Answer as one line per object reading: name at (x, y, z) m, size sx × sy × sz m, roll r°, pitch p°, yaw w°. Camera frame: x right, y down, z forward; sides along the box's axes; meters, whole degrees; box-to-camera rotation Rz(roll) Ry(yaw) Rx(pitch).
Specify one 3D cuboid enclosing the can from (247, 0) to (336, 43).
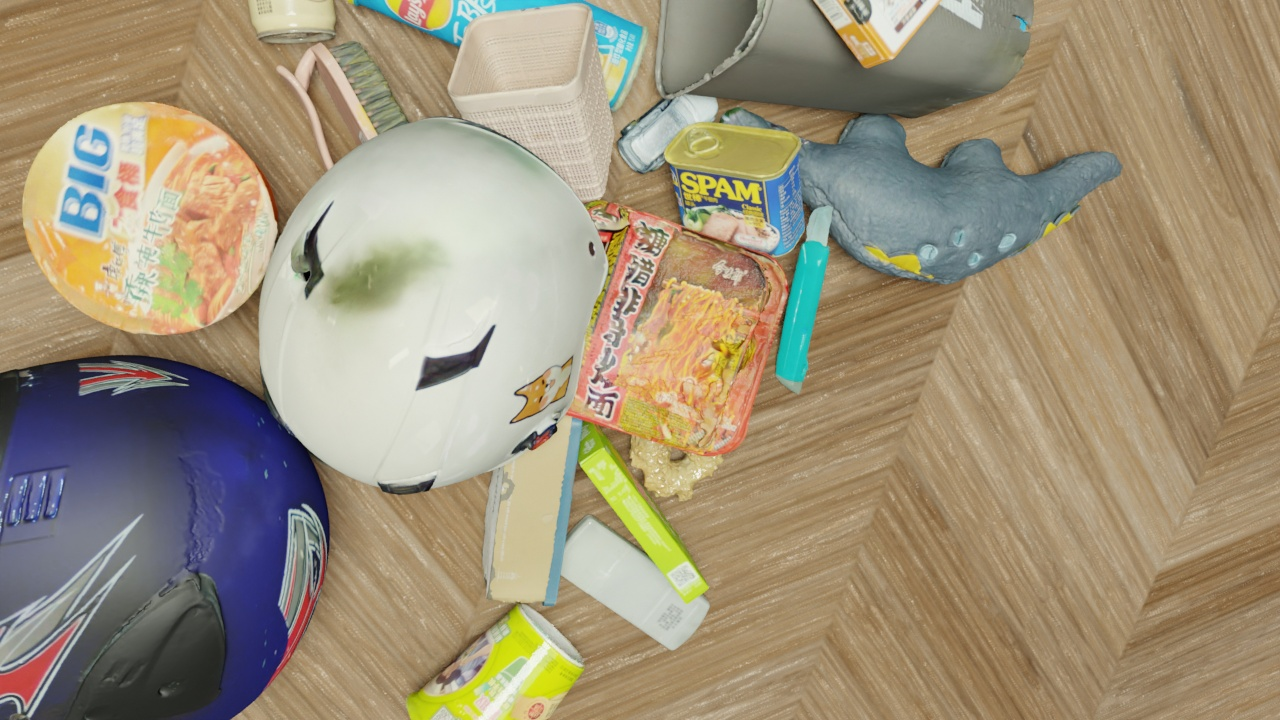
can at (-0.252, -0.288, 0.648) m, size 0.058 × 0.058 × 0.116 m, roll -8°, pitch 103°, yaw -10°

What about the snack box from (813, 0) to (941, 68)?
snack box at (0.167, -0.259, 0.563) m, size 0.075 × 0.026 × 0.153 m, roll 45°, pitch 74°, yaw -20°

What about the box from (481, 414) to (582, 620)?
box at (-0.092, 0.115, 0.753) m, size 0.061 × 0.090 × 0.184 m, roll 4°, pitch 103°, yaw -14°

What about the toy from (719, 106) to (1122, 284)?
toy at (0.232, -0.135, 0.762) m, size 0.356 × 0.091 × 0.138 m, roll 7°, pitch 90°, yaw -10°

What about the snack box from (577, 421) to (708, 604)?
snack box at (-0.003, 0.125, 0.774) m, size 0.026 × 0.086 × 0.156 m, roll -36°, pitch 106°, yaw -1°

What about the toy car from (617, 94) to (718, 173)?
toy car at (0.023, -0.190, 0.740) m, size 0.090 × 0.034 × 0.043 m, roll -40°, pitch 104°, yaw -3°

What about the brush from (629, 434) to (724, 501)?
brush at (-0.005, 0.005, 0.777) m, size 0.083 × 0.046 × 0.255 m, roll -27°, pitch 102°, yaw -2°

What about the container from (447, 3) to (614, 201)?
container at (-0.069, -0.175, 0.650) m, size 0.090 × 0.089 × 0.111 m, roll -2°, pitch 144°, yaw 12°

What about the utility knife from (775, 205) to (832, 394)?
utility knife at (0.139, -0.048, 0.772) m, size 0.029 × 0.013 × 0.182 m, roll 16°, pitch 127°, yaw 15°

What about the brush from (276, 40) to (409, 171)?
brush at (-0.206, -0.165, 0.682) m, size 0.073 × 0.063 × 0.145 m, roll -32°, pitch 106°, yaw -15°

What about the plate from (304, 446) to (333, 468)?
plate at (-0.205, 0.008, 0.738) m, size 0.179 × 0.024 × 0.179 m, roll -3°, pitch 104°, yaw -11°

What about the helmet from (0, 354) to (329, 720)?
helmet at (-0.352, 0.154, 0.632) m, size 0.240 × 0.247 × 0.316 m, roll 19°, pitch 105°, yaw -37°

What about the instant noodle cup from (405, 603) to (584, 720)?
instant noodle cup at (-0.115, 0.277, 0.777) m, size 0.123 × 0.112 × 0.111 m, roll -47°, pitch 107°, yaw -7°

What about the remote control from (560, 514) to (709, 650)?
remote control at (-0.008, 0.200, 0.822) m, size 0.150 × 0.021 × 0.058 m, roll 39°, pitch 92°, yaw -16°

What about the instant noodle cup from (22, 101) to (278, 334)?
instant noodle cup at (-0.327, -0.100, 0.645) m, size 0.151 × 0.111 × 0.151 m, roll -2°, pitch 102°, yaw -11°

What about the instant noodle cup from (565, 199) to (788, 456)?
instant noodle cup at (0.008, -0.025, 0.715) m, size 0.189 × 0.079 × 0.164 m, roll 18°, pitch 93°, yaw -5°

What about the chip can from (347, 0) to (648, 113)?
chip can at (-0.103, -0.257, 0.679) m, size 0.210 × 0.071 × 0.071 m, roll 19°, pitch 97°, yaw -15°

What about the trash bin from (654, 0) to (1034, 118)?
trash bin at (0.148, -0.280, 0.664) m, size 0.219 × 0.199 × 0.199 m, roll 6°, pitch 91°, yaw -19°

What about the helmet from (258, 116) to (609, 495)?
helmet at (-0.155, -0.019, 0.604) m, size 0.230 × 0.156 × 0.275 m, roll 33°, pitch 112°, yaw 4°

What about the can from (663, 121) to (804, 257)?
can at (0.076, -0.132, 0.717) m, size 0.057 × 0.102 × 0.083 m, roll -55°, pitch 146°, yaw -32°
